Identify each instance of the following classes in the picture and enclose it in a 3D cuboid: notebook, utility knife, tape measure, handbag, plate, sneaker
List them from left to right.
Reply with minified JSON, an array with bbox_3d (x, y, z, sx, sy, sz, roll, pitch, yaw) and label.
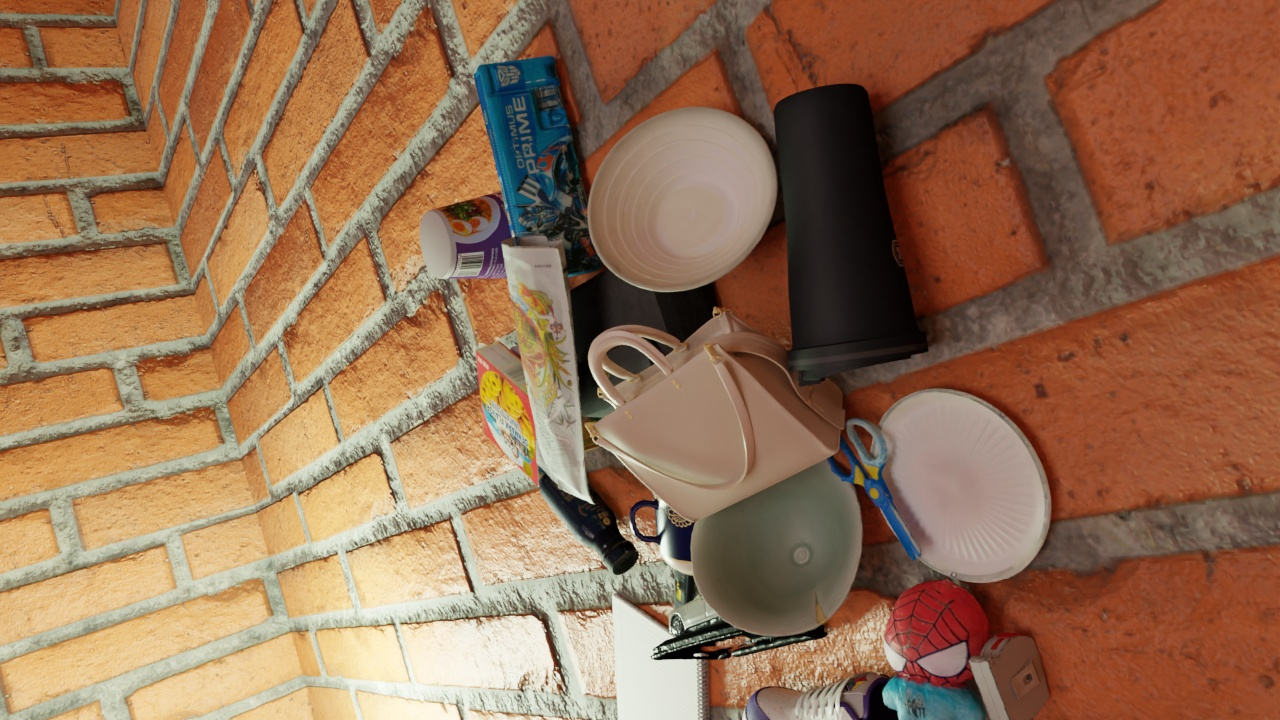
[{"bbox_3d":[-0.005,0.005,0.943,0.198,0.102,0.199,-24,83,53],"label":"handbag"},{"bbox_3d":[0.024,0.429,1.127,0.178,0.013,0.246,18,116,51],"label":"notebook"},{"bbox_3d":[0.050,0.231,1.020,0.029,0.020,0.188,26,123,48],"label":"utility knife"},{"bbox_3d":[0.043,0.034,0.795,0.198,0.101,0.195,38,132,-21],"label":"handbag"},{"bbox_3d":[0.183,0.326,0.821,0.245,0.091,0.111,6,105,48],"label":"sneaker"},{"bbox_3d":[0.247,0.097,0.718,0.157,0.014,0.157,22,119,47],"label":"plate"},{"bbox_3d":[0.278,0.238,0.686,0.020,0.062,0.060,-20,91,54],"label":"tape measure"}]

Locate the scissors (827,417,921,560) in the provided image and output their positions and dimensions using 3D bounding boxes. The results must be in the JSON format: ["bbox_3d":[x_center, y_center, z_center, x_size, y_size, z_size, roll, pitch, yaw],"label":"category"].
[{"bbox_3d":[0.196,0.112,0.767,0.071,0.022,0.130,-42,71,49],"label":"scissors"}]

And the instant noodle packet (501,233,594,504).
[{"bbox_3d":[-0.099,0.007,0.959,0.147,0.057,0.269,26,124,60],"label":"instant noodle packet"}]

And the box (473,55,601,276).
[{"bbox_3d":[-0.121,-0.210,1.044,0.085,0.091,0.243,175,81,-74],"label":"box"}]

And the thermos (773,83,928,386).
[{"bbox_3d":[0.154,-0.095,0.710,0.106,0.105,0.218,-8,90,53],"label":"thermos"}]

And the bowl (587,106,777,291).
[{"bbox_3d":[0.043,-0.137,0.835,0.177,0.057,0.176,-6,74,20],"label":"bowl"}]

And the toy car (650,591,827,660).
[{"bbox_3d":[0.093,0.260,0.933,0.192,0.094,0.071,-41,44,52],"label":"toy car"}]

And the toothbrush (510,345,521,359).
[{"bbox_3d":[-0.146,-0.011,1.193,0.188,0.018,0.019,-5,103,53],"label":"toothbrush"}]

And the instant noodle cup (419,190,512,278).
[{"bbox_3d":[-0.196,-0.156,1.122,0.122,0.121,0.137,42,132,37],"label":"instant noodle cup"}]

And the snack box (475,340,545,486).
[{"bbox_3d":[-0.160,0.069,1.204,0.142,0.040,0.145,35,137,40],"label":"snack box"}]

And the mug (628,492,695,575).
[{"bbox_3d":[0.044,0.169,0.931,0.085,0.111,0.089,-133,36,-68],"label":"mug"}]

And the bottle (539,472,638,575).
[{"bbox_3d":[-0.063,0.193,1.122,0.161,0.056,0.056,44,133,35],"label":"bottle"}]

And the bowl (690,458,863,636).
[{"bbox_3d":[0.135,0.172,0.839,0.175,0.068,0.174,-19,54,27],"label":"bowl"}]

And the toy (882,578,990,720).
[{"bbox_3d":[0.232,0.240,0.729,0.092,0.062,0.132,-13,66,60],"label":"toy"}]

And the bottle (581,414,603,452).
[{"bbox_3d":[-0.090,0.005,1.078,0.068,0.068,0.209,-22,86,53],"label":"bottle"}]
